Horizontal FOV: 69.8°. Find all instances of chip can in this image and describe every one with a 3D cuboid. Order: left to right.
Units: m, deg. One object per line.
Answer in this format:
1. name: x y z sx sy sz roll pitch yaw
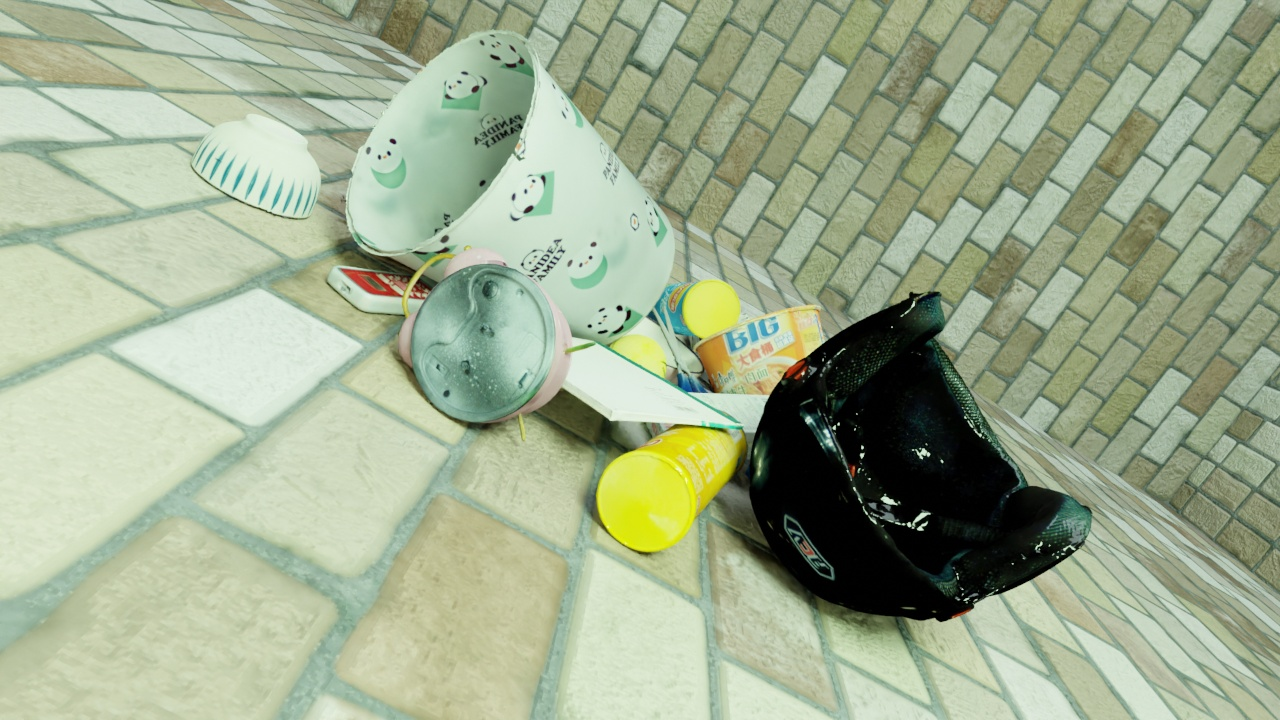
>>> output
1. chip can: 0.033 0.086 0.729 0.072 0.072 0.213 34 15 11
2. chip can: 0.056 -0.066 1.168 0.071 0.071 0.210 27 -4 -16

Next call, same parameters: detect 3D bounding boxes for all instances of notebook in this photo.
1. notebook: -0.031 0.011 0.784 0.150 0.012 0.209 10 14 -43

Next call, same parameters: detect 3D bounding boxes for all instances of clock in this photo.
1. clock: -0.122 -0.021 0.697 0.158 0.117 0.059 38 6 18

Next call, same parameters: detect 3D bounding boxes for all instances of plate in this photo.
1. plate: -0.016 -0.024 1.069 0.192 0.039 0.192 29 14 -8

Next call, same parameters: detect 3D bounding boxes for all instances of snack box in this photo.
1. snack box: 0.085 0.061 0.898 0.156 0.027 0.084 1 23 -14

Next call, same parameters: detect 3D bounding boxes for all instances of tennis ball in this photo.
1. tennis ball: -0.006 0.005 0.939 0.065 0.065 0.065 29 15 -8

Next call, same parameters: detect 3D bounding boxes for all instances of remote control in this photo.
1. remote control: -0.216 -0.061 0.824 0.056 0.020 0.135 36 15 22

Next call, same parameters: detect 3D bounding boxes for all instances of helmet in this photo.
1. helmet: 0.198 0.094 0.742 0.273 0.231 0.233 -25 79 -49

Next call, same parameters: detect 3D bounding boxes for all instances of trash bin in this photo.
1. trash bin: -0.107 -0.142 0.884 0.251 0.229 0.229 35 7 -46

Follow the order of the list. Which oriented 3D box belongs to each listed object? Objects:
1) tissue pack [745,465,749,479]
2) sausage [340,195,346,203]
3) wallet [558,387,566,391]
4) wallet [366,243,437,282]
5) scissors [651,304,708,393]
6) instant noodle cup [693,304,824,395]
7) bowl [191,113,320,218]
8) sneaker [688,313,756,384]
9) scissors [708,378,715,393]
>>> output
1. tissue pack: 0.167 0.114 0.950 0.095 0.052 0.157 34 14 10
2. sausage: -0.247 -0.149 0.990 0.155 0.020 0.020 16 20 -32
3. wallet: -0.115 0.000 0.825 0.087 0.024 0.115 42 18 19
4. wallet: -0.234 -0.110 0.959 0.115 0.020 0.101 21 16 -27
5. scissors: 0.043 0.013 0.980 0.170 0.012 0.143 53 28 -8
6. instant noodle cup: 0.146 0.015 1.025 0.151 0.152 0.111 1 71 -63
7. bowl: -0.361 -0.194 0.884 0.116 0.066 0.116 29 14 -8
8. sneaker: 0.122 -0.024 1.244 0.118 0.088 0.240 27 20 -15
9. scissors: 0.168 0.050 1.148 0.188 0.015 0.224 -24 84 -46
